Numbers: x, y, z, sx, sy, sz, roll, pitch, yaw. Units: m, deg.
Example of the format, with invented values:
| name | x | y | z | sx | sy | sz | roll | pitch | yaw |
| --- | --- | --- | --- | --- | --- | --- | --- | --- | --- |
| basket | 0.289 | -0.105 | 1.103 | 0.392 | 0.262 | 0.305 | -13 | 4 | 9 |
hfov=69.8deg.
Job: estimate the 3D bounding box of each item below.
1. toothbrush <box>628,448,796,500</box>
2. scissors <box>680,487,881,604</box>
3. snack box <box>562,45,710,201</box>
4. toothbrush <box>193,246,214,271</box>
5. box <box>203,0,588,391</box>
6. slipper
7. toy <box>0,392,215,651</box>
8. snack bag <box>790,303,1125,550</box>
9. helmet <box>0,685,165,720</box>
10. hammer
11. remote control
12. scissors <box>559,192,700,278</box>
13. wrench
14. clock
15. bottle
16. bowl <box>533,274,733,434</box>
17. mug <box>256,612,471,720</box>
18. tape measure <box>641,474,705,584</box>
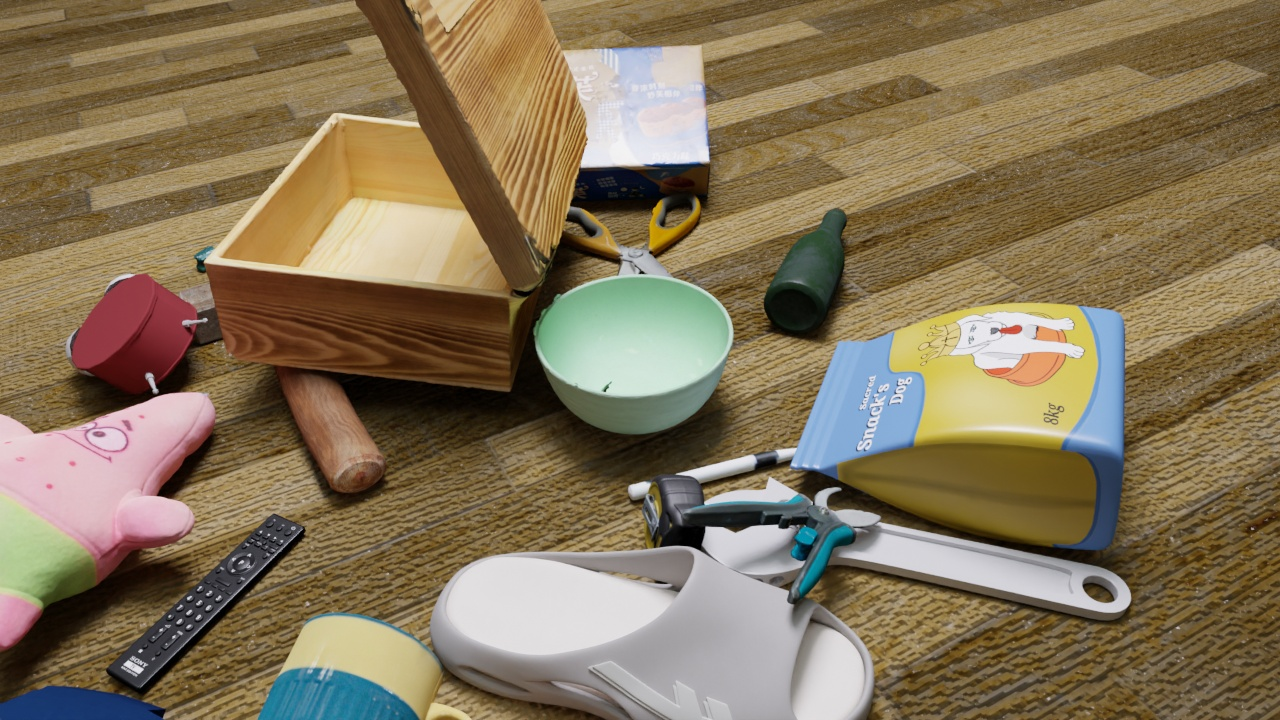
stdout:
| name | x | y | z | sx | sy | sz | roll | pitch | yaw |
| --- | --- | --- | --- | --- | --- | --- | --- | --- | --- |
| toothbrush | 0.080 | 0.074 | 0.673 | 0.186 | 0.012 | 0.017 | -13 | 27 | -12 |
| scissors | 0.089 | 0.102 | 0.567 | 0.124 | 0.019 | 0.153 | 19 | 22 | 7 |
| snack box | -0.031 | -0.254 | 0.989 | 0.203 | 0.069 | 0.154 | -2 | 67 | 1 |
| toothbrush | -0.388 | -0.147 | 0.966 | 0.016 | 0.017 | 0.189 | 20 | 44 | 25 |
| box | -0.157 | -0.186 | 0.725 | 0.284 | 0.324 | 0.278 | 8 | 37 | 0 |
| slipper | 0.001 | 0.151 | 0.529 | 0.266 | 0.081 | 0.112 | 10 | 38 | 15 |
| toy | -0.380 | 0.087 | 0.622 | 0.192 | 0.097 | 0.236 | 19 | 36 | 13 |
| snack bag | 0.225 | 0.036 | 0.650 | 0.205 | 0.102 | 0.158 | 4 | 38 | 25 |
| helmet | -0.230 | 0.222 | 0.310 | 0.232 | 0.273 | 0.222 | 44 | 56 | 3 |
| hammer | -0.271 | 0.004 | 0.759 | 0.157 | 0.037 | 0.301 | -21 | 43 | -22 |
| remote control | -0.278 | 0.153 | 0.597 | 0.030 | 0.009 | 0.139 | 17 | 43 | 22 |
| scissors | -0.018 | -0.113 | 0.904 | 0.217 | 0.016 | 0.224 | 9 | 41 | 15 |
| wrench | 0.169 | 0.132 | 0.593 | 0.273 | 0.018 | 0.086 | 11 | 41 | 14 |
| clock | -0.426 | -0.024 | 0.768 | 0.138 | 0.048 | 0.096 | 14 | 68 | 39 |
| bottle | 0.162 | -0.093 | 0.840 | 0.055 | 0.055 | 0.173 | 13 | 40 | 18 |
| bowl | -0.004 | 0.004 | 0.711 | 0.151 | 0.077 | 0.150 | -2 | 39 | 1 |
| mug | -0.145 | 0.204 | 0.477 | 0.113 | 0.083 | 0.107 | 20 | 41 | -4 |
| tape measure | 0.020 | 0.105 | 0.598 | 0.034 | 0.062 | 0.061 | 4 | 35 | -13 |
